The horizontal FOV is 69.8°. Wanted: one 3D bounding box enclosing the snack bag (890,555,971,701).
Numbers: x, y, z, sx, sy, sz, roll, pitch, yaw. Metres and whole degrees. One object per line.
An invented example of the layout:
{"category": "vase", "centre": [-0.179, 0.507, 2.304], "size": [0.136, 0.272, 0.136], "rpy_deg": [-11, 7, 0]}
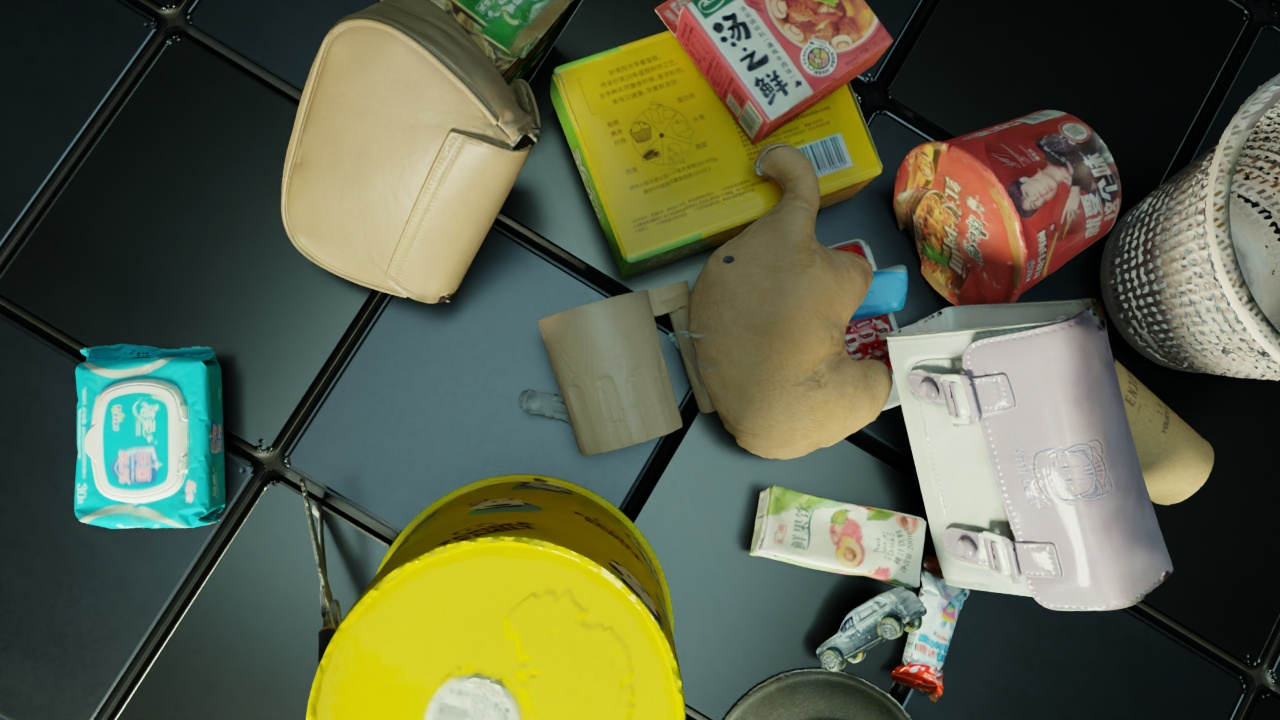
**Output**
{"category": "snack bag", "centre": [0.223, 0.204, 0.700], "size": [0.045, 0.026, 0.105], "rpy_deg": [19, 81, 1]}

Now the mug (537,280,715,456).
{"category": "mug", "centre": [-0.004, 0.004, 0.678], "size": [0.124, 0.084, 0.103], "rpy_deg": [-17, 91, -29]}

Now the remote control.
{"category": "remote control", "centre": [0.173, -0.027, 0.722], "size": [0.056, 0.020, 0.136], "rpy_deg": [-18, 86, -7]}

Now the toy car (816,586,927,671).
{"category": "toy car", "centre": [0.167, 0.198, 0.674], "size": [0.091, 0.042, 0.034], "rpy_deg": [-44, 64, 29]}

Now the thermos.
{"category": "thermos", "centre": [0.358, 0.048, 0.699], "size": [0.143, 0.093, 0.093], "rpy_deg": [32, 83, -8]}

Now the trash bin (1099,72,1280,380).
{"category": "trash bin", "centre": [0.454, -0.074, 0.661], "size": [0.227, 0.192, 0.227], "rpy_deg": [0, 84, -5]}

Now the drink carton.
{"category": "drink carton", "centre": [0.147, 0.133, 0.691], "size": [0.122, 0.046, 0.053], "rpy_deg": [13, 74, -5]}

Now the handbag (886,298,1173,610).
{"category": "handbag", "centre": [0.263, 0.062, 0.635], "size": [0.098, 0.145, 0.197], "rpy_deg": [-22, 100, -35]}

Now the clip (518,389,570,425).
{"category": "clip", "centre": [-0.064, 0.035, 0.698], "size": [0.056, 0.026, 0.024], "rpy_deg": [15, 85, -13]}

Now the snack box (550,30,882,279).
{"category": "snack box", "centre": [0.055, -0.172, 0.701], "size": [0.210, 0.070, 0.157], "rpy_deg": [-20, 86, -6]}

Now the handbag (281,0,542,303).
{"category": "handbag", "centre": [-0.158, -0.139, 0.630], "size": [0.148, 0.205, 0.099], "rpy_deg": [36, 41, -4]}

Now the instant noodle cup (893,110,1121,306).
{"category": "instant noodle cup", "centre": [0.278, -0.117, 0.687], "size": [0.108, 0.138, 0.138], "rpy_deg": [-26, 87, -13]}

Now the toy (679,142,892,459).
{"category": "toy", "centre": [0.099, -0.035, 0.655], "size": [0.143, 0.082, 0.226], "rpy_deg": [-20, 110, -12]}

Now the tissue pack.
{"category": "tissue pack", "centre": [-0.350, 0.054, 0.657], "size": [0.093, 0.050, 0.133], "rpy_deg": [-3, 84, -4]}

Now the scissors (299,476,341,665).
{"category": "scissors", "centre": [-0.206, 0.191, 0.615], "size": [0.015, 0.189, 0.227], "rpy_deg": [-11, 107, -13]}

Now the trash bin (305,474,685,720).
{"category": "trash bin", "centre": [-0.078, 0.189, 0.563], "size": [0.229, 0.255, 0.229], "rpy_deg": [0, 85, -5]}

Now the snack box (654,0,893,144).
{"category": "snack box", "centre": [0.093, -0.240, 0.653], "size": [0.113, 0.044, 0.127], "rpy_deg": [-36, 87, -8]}

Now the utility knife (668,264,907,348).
{"category": "utility knife", "centre": [0.113, -0.036, 0.706], "size": [0.187, 0.018, 0.034], "rpy_deg": [-13, 89, 7]}

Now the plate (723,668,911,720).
{"category": "plate", "centre": [0.134, 0.324, 0.683], "size": [0.179, 0.024, 0.179], "rpy_deg": [0, 85, -4]}

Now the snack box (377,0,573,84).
{"category": "snack box", "centre": [-0.116, -0.257, 0.679], "size": [0.118, 0.106, 0.117], "rpy_deg": [38, 81, -1]}
